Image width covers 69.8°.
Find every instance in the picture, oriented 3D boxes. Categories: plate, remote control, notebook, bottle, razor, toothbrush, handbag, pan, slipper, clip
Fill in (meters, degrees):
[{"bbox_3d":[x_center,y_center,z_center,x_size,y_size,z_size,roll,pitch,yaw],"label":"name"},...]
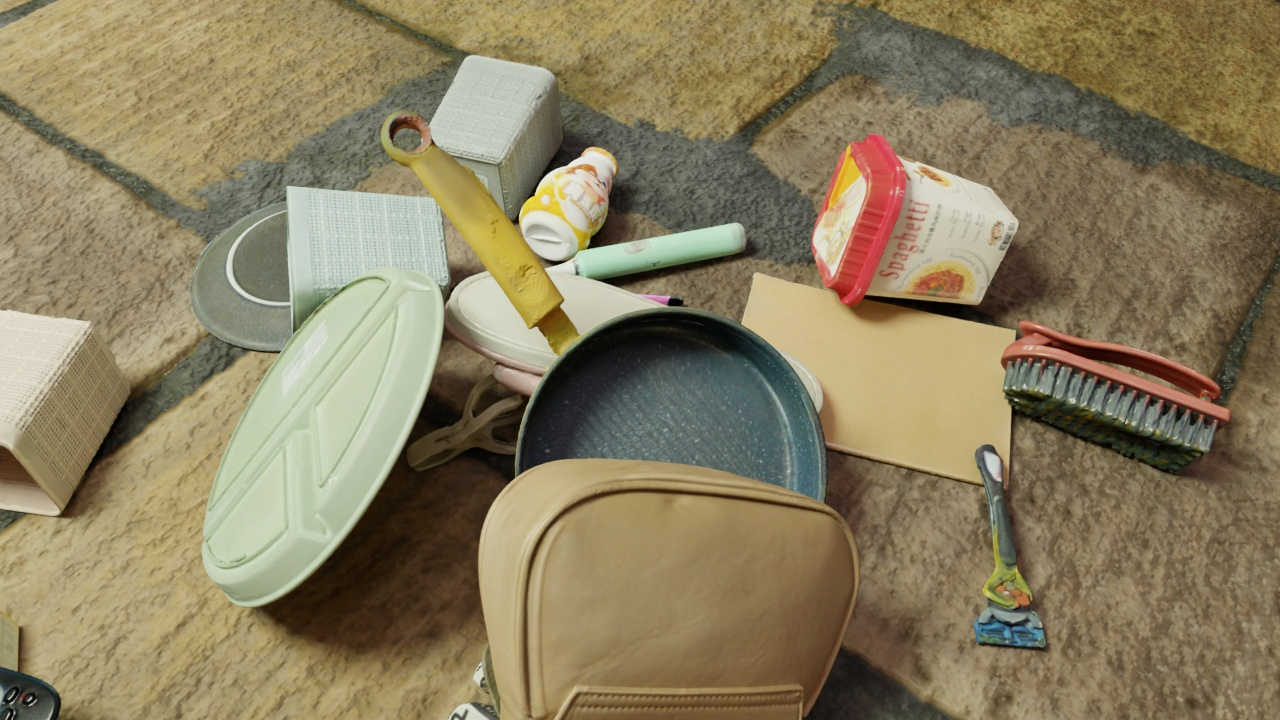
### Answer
[{"bbox_3d":[-0.202,0.038,0.566,0.231,0.027,0.229,-31,41,31],"label":"plate"},{"bbox_3d":[-0.379,0.189,0.498,0.136,0.024,0.053,11,51,7],"label":"remote control"},{"bbox_3d":[0.174,0.011,0.698,0.211,0.012,0.149,13,54,9],"label":"notebook"},{"bbox_3d":[-0.056,-0.136,0.777,0.063,0.063,0.108,19,54,14],"label":"bottle"},{"bbox_3d":[0.237,0.115,0.603,0.043,0.022,0.142,6,55,2],"label":"razor"},{"bbox_3d":[-0.059,-0.054,0.745,0.189,0.014,0.017,3,39,1],"label":"toothbrush"},{"bbox_3d":[0.013,0.127,0.481,0.204,0.100,0.147,12,86,-28],"label":"handbag"},{"bbox_3d":[-0.281,-0.082,0.757,0.179,0.024,0.179,1,51,-1],"label":"plate"},{"bbox_3d":[-0.028,0.005,0.546,0.197,0.078,0.357,-42,95,-16],"label":"pan"},{"bbox_3d":[-0.004,0.004,0.647,0.274,0.055,0.114,15,37,-9],"label":"slipper"},{"bbox_3d":[-0.112,0.040,0.639,0.099,0.098,0.035,-6,51,-20],"label":"clip"},{"bbox_3d":[-0.019,-0.083,0.752,0.224,0.027,0.026,-12,51,-14],"label":"toothbrush"}]

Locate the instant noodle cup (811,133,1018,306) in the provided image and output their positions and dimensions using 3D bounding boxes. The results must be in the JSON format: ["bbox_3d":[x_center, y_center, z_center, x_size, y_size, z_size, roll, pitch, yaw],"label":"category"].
[{"bbox_3d":[0.214,-0.103,0.723,0.124,0.117,0.116,11,32,-8],"label":"instant noodle cup"}]

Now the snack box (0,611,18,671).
[{"bbox_3d":[-0.402,0.217,0.512,0.086,0.034,0.140,-17,55,-13],"label":"snack box"}]

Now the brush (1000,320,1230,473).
[{"bbox_3d":[0.332,0.020,0.656,0.146,0.063,0.069,22,69,15],"label":"brush"}]

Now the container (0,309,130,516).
[{"bbox_3d":[-0.421,0.032,0.625,0.090,0.090,0.110,7,49,5],"label":"container"}]

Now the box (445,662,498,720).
[{"bbox_3d":[-0.026,0.223,0.511,0.162,0.075,0.085,19,20,17],"label":"box"}]

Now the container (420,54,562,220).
[{"bbox_3d":[-0.131,-0.192,0.807,0.090,0.090,0.114,13,55,10],"label":"container"}]

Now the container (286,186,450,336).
[{"bbox_3d":[-0.206,-0.073,0.693,0.111,0.090,0.089,-3,69,-22],"label":"container"}]
